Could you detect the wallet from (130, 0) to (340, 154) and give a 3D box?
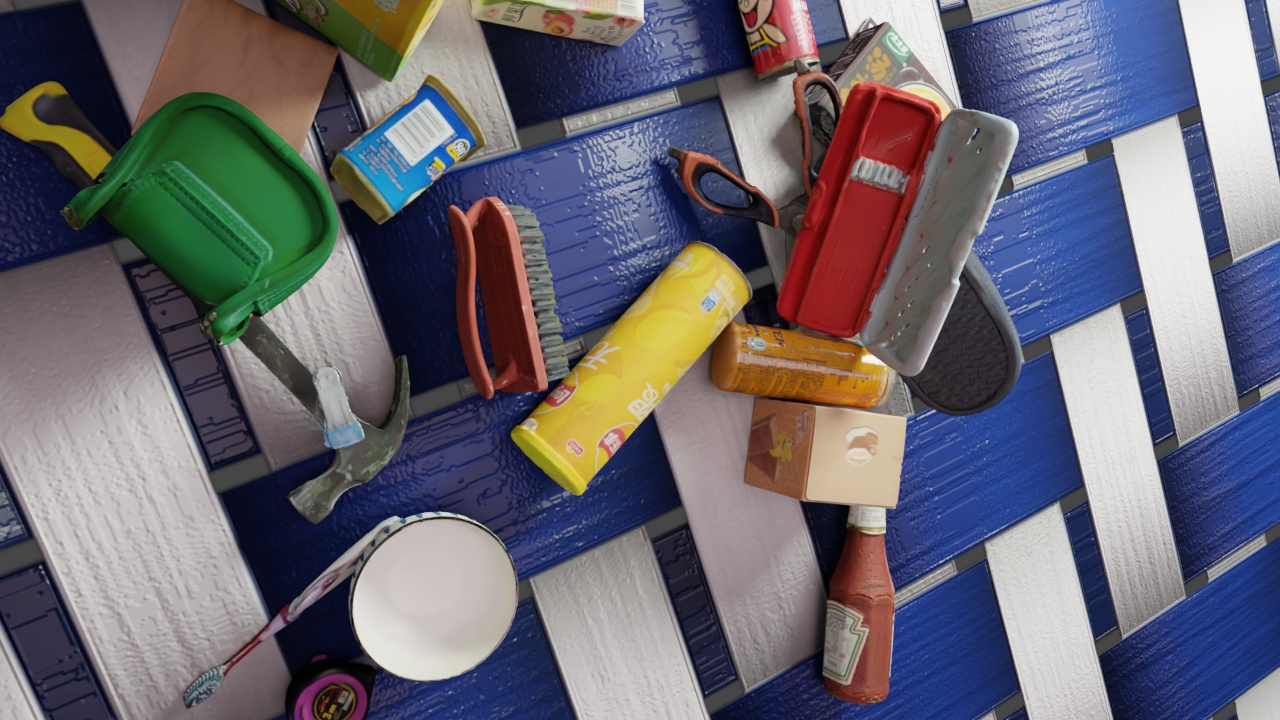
[{"bbox_3d":[-0.271,-0.182,0.619,0.101,0.020,0.115,22,80,-22],"label":"wallet"}]

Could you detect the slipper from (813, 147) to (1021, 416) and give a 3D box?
[{"bbox_3d":[0.249,-0.081,0.799,0.083,0.111,0.268,-38,99,-47],"label":"slipper"}]

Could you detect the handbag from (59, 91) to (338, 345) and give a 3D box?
[{"bbox_3d":[-0.263,-0.088,0.567,0.131,0.068,0.120,44,64,-17],"label":"handbag"}]

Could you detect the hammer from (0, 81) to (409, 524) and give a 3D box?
[{"bbox_3d":[-0.282,-0.045,0.618,0.126,0.032,0.323,-43,107,-16],"label":"hammer"}]

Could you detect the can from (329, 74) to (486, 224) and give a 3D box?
[{"bbox_3d":[-0.161,-0.140,0.628,0.083,0.102,0.057,-44,107,-13],"label":"can"}]

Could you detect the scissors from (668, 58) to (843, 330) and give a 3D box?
[{"bbox_3d":[0.127,-0.133,0.763,0.225,0.015,0.189,32,106,-10],"label":"scissors"}]

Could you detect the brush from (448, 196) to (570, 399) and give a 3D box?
[{"bbox_3d":[-0.102,-0.048,0.676,0.069,0.063,0.146,-13,96,-36],"label":"brush"}]

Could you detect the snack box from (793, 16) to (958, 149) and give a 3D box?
[{"bbox_3d":[0.216,-0.227,0.816,0.113,0.053,0.125,42,82,-19],"label":"snack box"}]

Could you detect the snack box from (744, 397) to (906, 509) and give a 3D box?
[{"bbox_3d":[0.154,0.077,0.774,0.092,0.094,0.077,9,88,-23],"label":"snack box"}]

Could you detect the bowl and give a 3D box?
[{"bbox_3d":[-0.152,0.164,0.662,0.116,0.066,0.116,-1,93,-22],"label":"bowl"}]

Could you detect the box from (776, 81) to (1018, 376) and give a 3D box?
[{"bbox_3d":[0.197,-0.103,0.718,0.073,0.154,0.201,-10,122,-52],"label":"box"}]

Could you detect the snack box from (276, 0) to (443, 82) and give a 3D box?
[{"bbox_3d":[-0.188,-0.264,0.552,0.157,0.210,0.070,34,80,-20],"label":"snack box"}]

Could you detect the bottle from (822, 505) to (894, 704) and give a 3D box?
[{"bbox_3d":[0.198,0.196,0.818,0.059,0.060,0.206,4,90,-23],"label":"bottle"}]

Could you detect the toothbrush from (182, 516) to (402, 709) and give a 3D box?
[{"bbox_3d":[-0.243,0.176,0.650,0.187,0.017,0.016,-41,107,-16],"label":"toothbrush"}]

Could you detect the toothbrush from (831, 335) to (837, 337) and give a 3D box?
[{"bbox_3d":[0.179,-0.058,0.821,0.014,0.018,0.189,0,91,-33],"label":"toothbrush"}]

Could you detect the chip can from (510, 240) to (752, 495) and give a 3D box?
[{"bbox_3d":[-0.004,0.004,0.717,0.213,0.072,0.072,-47,108,-15],"label":"chip can"}]

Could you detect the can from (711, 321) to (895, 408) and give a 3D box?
[{"bbox_3d":[0.136,0.005,0.771,0.146,0.058,0.058,8,89,-14],"label":"can"}]

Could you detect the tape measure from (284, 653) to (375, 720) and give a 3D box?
[{"bbox_3d":[-0.221,0.240,0.651,0.057,0.039,0.057,11,87,-28],"label":"tape measure"}]

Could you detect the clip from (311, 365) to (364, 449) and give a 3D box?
[{"bbox_3d":[-0.208,0.031,0.625,0.026,0.043,0.058,-17,95,-20],"label":"clip"}]

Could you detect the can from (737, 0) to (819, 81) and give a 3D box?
[{"bbox_3d":[0.107,-0.305,0.760,0.053,0.053,0.133,-20,100,-21],"label":"can"}]

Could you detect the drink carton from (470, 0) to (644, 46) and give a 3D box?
[{"bbox_3d":[-0.062,-0.276,0.690,0.122,0.054,0.045,3,86,-23],"label":"drink carton"}]
